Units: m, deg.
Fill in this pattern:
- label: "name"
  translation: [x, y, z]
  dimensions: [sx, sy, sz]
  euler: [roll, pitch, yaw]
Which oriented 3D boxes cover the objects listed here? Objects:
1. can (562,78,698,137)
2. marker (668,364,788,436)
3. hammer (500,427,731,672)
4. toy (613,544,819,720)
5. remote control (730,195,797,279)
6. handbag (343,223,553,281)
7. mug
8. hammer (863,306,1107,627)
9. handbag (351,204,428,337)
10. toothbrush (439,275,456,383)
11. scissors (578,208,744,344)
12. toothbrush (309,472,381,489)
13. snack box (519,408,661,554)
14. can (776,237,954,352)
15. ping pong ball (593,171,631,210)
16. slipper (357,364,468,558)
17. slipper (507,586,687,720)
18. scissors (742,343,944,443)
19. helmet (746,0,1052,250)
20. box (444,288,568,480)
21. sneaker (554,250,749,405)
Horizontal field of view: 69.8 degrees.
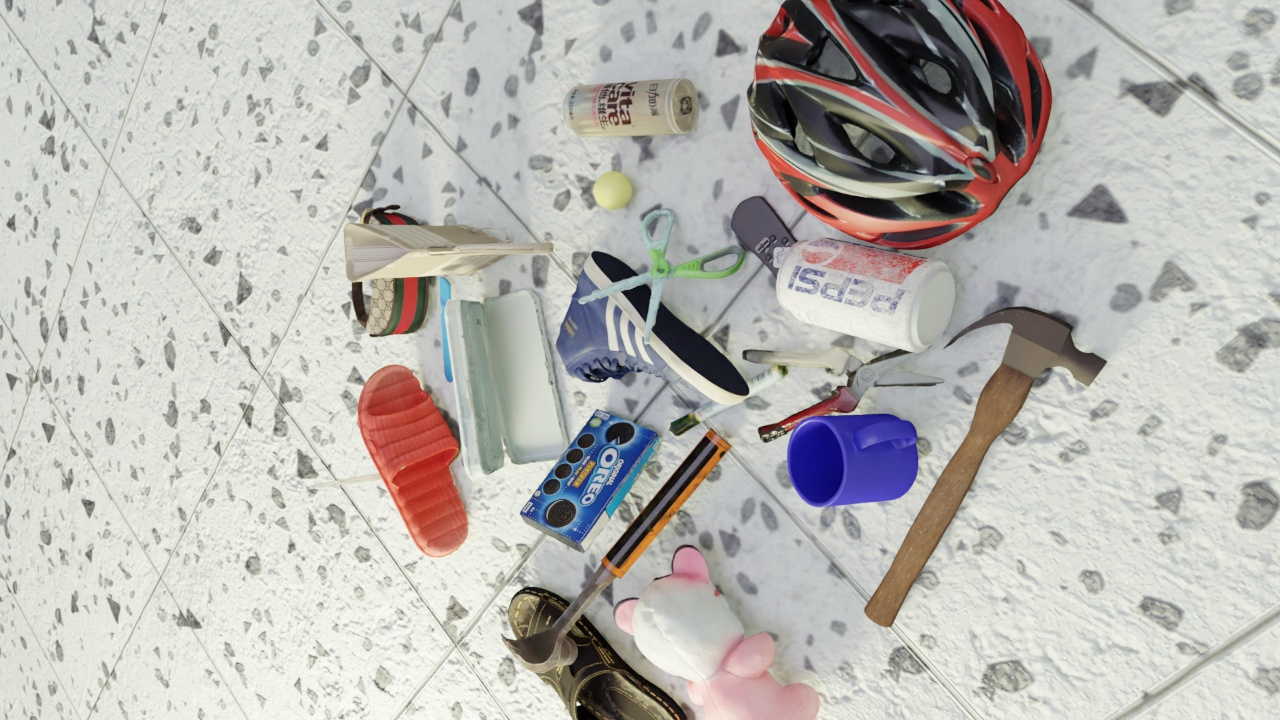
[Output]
- label: "can"
  translation: [-0.012, -0.255, 0.931]
  dimensions: [0.136, 0.054, 0.054]
  euler: [7, 101, 33]
- label: "marker"
  translation: [0.088, 0.041, 0.932]
  dimensions: [0.147, 0.017, 0.017]
  euler: [-32, 79, 33]
- label: "hammer"
  translation: [-0.021, 0.195, 0.939]
  dimensions: [0.035, 0.137, 0.314]
  euler: [42, 96, 28]
- label: "toy"
  translation: [0.072, 0.305, 0.940]
  dimensions: [0.213, 0.084, 0.142]
  euler: [51, 128, 16]
- label: "remote control"
  translation: [0.133, -0.106, 0.885]
  dimensions: [0.047, 0.009, 0.124]
  euler: [-46, 72, 29]
- label: "handbag"
  translation: [-0.185, -0.119, 0.996]
  dimensions: [0.198, 0.175, 0.062]
  euler: [3, 99, 31]
- label: "mug"
  translation: [0.195, 0.081, 0.804]
  dimensions: [0.111, 0.083, 0.079]
  euler: [-45, 52, 51]
- label: "hammer"
  translation: [0.278, 0.102, 0.809]
  dimensions: [0.115, 0.033, 0.324]
  euler: [31, 113, 24]
- label: "handbag"
  translation: [-0.327, -0.114, 1.159]
  dimensions: [0.138, 0.063, 0.166]
  euler: [12, 104, 41]
- label: "toothbrush"
  translation: [-0.228, -0.035, 1.096]
  dimensions: [0.016, 0.014, 0.167]
  euler: [36, 141, 25]
- label: "scissors"
  translation: [0.018, -0.089, 0.905]
  dimensions: [0.023, 0.171, 0.167]
  euler: [88, 163, -59]
- label: "toothbrush"
  translation: [-0.329, 0.141, 1.121]
  dimensions: [0.010, 0.181, 0.010]
  euler: [22, 104, 32]
- label: "snack box"
  translation: [-0.051, 0.124, 0.970]
  dimensions: [0.082, 0.149, 0.027]
  euler: [18, 149, 31]
- label: "can"
  translation: [0.192, -0.059, 0.792]
  dimensions: [0.136, 0.078, 0.078]
  euler: [20, 108, 40]
- label: "ping pong ball"
  translation: [-0.029, -0.178, 0.962]
  dimensions: [0.040, 0.040, 0.040]
  euler: [5, 100, 33]
- label: "slipper"
  translation: [-0.271, 0.121, 1.129]
  dimensions: [0.059, 0.103, 0.248]
  euler: [-22, 87, 48]
- label: "slipper"
  translation: [-0.061, 0.362, 1.042]
  dimensions: [0.268, 0.075, 0.113]
  euler: [35, 114, 24]
- label: "scissors"
  translation: [0.172, 0.021, 0.848]
  dimensions: [0.179, 0.015, 0.188]
  euler: [39, 117, 28]
- label: "helmet"
  translation: [0.194, -0.218, 0.754]
  dimensions: [0.272, 0.166, 0.218]
  euler: [49, 114, 32]
- label: "box"
  translation: [-0.143, 0.022, 1.059]
  dimensions: [0.125, 0.106, 0.215]
  euler: [-7, 93, 5]
- label: "sneaker"
  translation: [-0.006, 0.004, 0.937]
  dimensions: [0.233, 0.091, 0.119]
  euler: [46, 116, 27]
